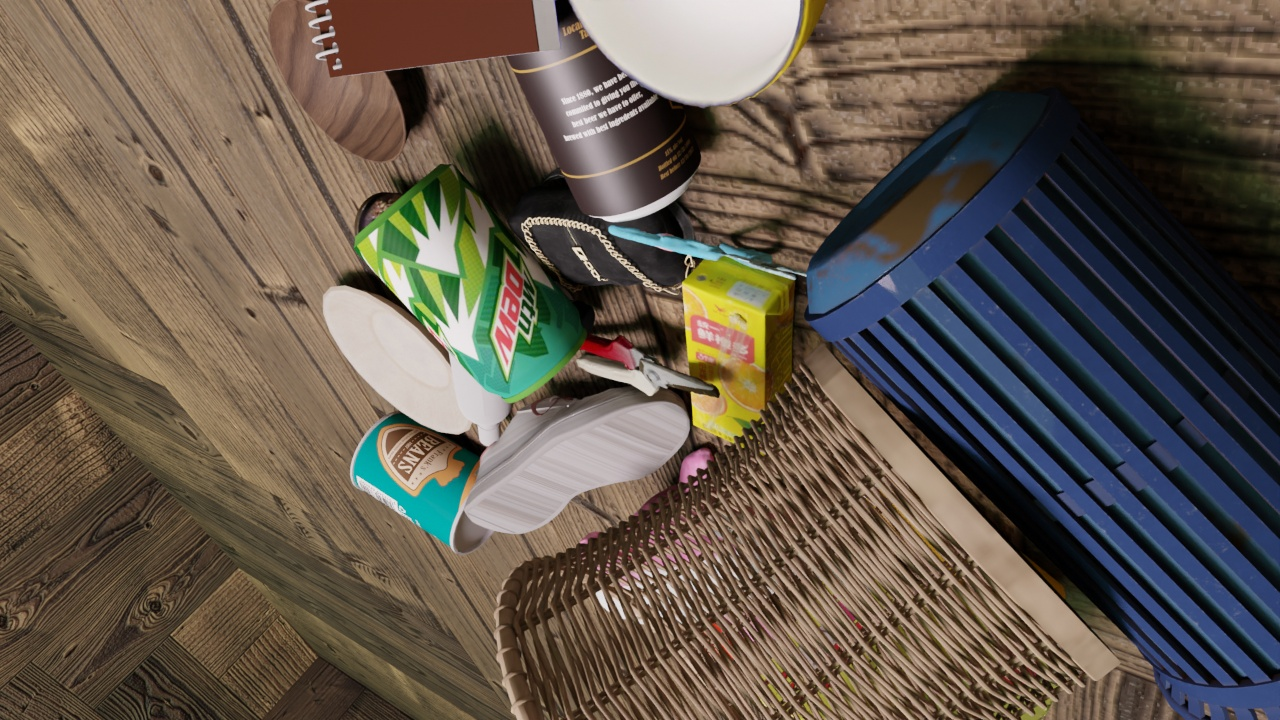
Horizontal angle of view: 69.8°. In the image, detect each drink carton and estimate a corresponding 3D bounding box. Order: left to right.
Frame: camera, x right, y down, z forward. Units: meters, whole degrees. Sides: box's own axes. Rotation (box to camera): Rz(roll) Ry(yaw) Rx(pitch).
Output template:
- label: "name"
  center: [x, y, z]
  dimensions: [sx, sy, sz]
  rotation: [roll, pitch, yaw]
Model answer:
- label: "drink carton"
  center: [0.062, -0.002, 0.575]
  dimensions: [0.058, 0.042, 0.135]
  rotation: [24, 145, 26]

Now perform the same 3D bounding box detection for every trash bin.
- label: "trash bin"
  center: [0.191, 0.016, 0.374]
  dimensions: [0.249, 0.139, 0.140]
  rotation: [44, 149, -4]

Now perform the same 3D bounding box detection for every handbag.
- label: "handbag"
  center: [-0.020, -0.076, 0.573]
  dimensions: [0.129, 0.054, 0.079]
  rotation: [6, 146, 39]

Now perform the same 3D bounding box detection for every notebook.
- label: "notebook"
  center: [-0.116, -0.242, 0.414]
  dimensions: [0.172, 0.022, 0.209]
  rotation: [10, 115, 39]

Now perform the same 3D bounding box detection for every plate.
- label: "plate"
  center: [-0.231, -0.005, 0.898]
  dimensions: [0.189, 0.027, 0.189]
  rotation: [28, 146, 20]

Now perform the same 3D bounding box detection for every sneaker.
- label: "sneaker"
  center: [-0.057, 0.059, 0.747]
  dimensions: [0.099, 0.089, 0.237]
  rotation: [30, 133, -35]

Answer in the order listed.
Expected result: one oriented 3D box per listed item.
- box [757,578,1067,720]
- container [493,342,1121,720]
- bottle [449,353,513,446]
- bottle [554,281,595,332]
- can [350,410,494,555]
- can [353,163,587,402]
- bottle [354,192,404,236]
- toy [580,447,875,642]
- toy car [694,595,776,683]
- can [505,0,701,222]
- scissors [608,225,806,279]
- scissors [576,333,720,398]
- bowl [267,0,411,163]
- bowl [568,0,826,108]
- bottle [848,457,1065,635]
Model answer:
- label: "box"
  center: [0.167, 0.214, 0.613]
  dimensions: [0.079, 0.124, 0.221]
  rotation: [39, 166, -1]
- label: "container"
  center: [0.079, 0.126, 0.444]
  dimensions: [0.227, 0.196, 0.226]
  rotation: [45, -170, -10]
- label: "bottle"
  center: [-0.136, 0.016, 0.800]
  dimensions: [0.052, 0.052, 0.196]
  rotation: [30, 147, 16]
- label: "bottle"
  center: [-0.085, -0.044, 0.680]
  dimensions: [0.116, 0.041, 0.041]
  rotation: [19, 143, 31]
- label: "can"
  center: [-0.224, 0.130, 0.990]
  dimensions: [0.144, 0.099, 0.099]
  rotation: [27, 146, 21]
- label: "can"
  center: [-0.108, -0.049, 0.598]
  dimensions: [0.144, 0.082, 0.083]
  rotation: [50, 148, -17]
- label: "bottle"
  center: [-0.158, -0.094, 0.682]
  dimensions: [0.105, 0.056, 0.056]
  rotation: [13, 140, 36]
- label: "toy"
  center: [0.048, 0.133, 0.698]
  dimensions: [0.186, 0.127, 0.266]
  rotation: [27, 151, -25]
- label: "toy car"
  center: [0.079, 0.217, 0.777]
  dimensions: [0.051, 0.100, 0.049]
  rotation: [20, 150, 25]
- label: "can"
  center: [-0.021, -0.139, 0.464]
  dimensions: [0.072, 0.071, 0.129]
  rotation: [8, 136, 41]
- label: "scissors"
  center: [0.056, -0.052, 0.482]
  dimensions: [0.139, 0.117, 0.015]
  rotation: [24, 105, 31]
- label: "scissors"
  center: [-0.008, -0.001, 0.634]
  dimensions: [0.140, 0.015, 0.189]
  rotation: [48, 161, 6]
- label: "bowl"
  center: [-0.194, -0.193, 0.618]
  dimensions: [0.119, 0.032, 0.119]
  rotation: [28, 146, 20]
- label: "bowl"
  center: [0.029, -0.172, 0.374]
  dimensions: [0.117, 0.067, 0.117]
  rotation: [28, 147, 20]
- label: "bottle"
  center: [0.194, 0.112, 0.576]
  dimensions: [0.143, 0.043, 0.043]
  rotation: [39, 149, 2]
